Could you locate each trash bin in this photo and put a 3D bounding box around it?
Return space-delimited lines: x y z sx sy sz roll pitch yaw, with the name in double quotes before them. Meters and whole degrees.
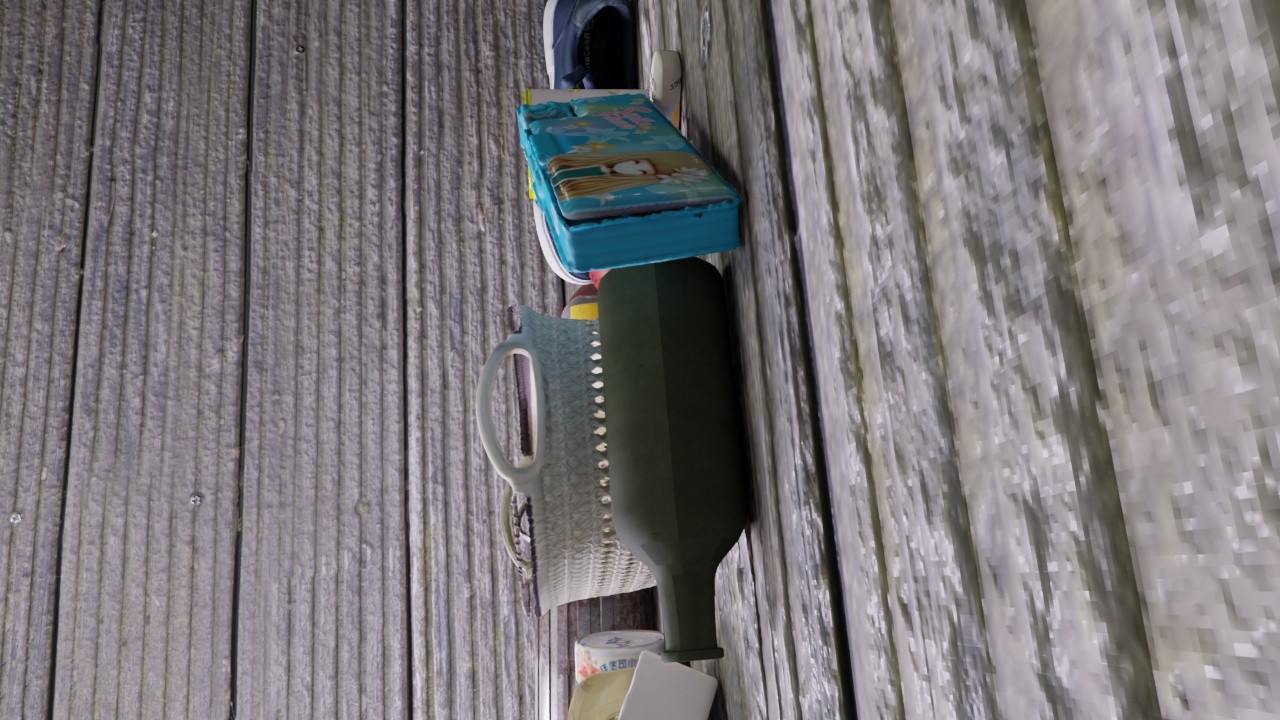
"trash bin" -0.048 0.316 0.945 0.131 0.131 0.211 -156 65 -83

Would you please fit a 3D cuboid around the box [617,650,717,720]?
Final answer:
"box" 0.014 0.283 0.570 0.112 0.101 0.188 92 178 -51

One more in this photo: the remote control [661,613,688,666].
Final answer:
"remote control" 0.031 0.266 0.711 0.033 0.015 0.146 105 161 -70

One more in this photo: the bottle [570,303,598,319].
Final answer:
"bottle" -0.035 0.025 0.947 0.071 0.071 0.164 163 104 -84

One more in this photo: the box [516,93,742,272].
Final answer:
"box" -0.017 -0.116 0.539 0.226 0.094 0.039 -114 18 -58

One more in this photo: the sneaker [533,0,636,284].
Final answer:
"sneaker" -0.043 -0.206 0.877 0.127 0.120 0.295 39 131 55

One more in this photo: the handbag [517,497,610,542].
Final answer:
"handbag" -0.062 0.165 0.975 0.195 0.138 0.072 110 149 -78

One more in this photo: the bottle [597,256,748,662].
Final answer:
"bottle" 0.018 0.050 0.485 0.071 0.071 0.206 108 159 -73

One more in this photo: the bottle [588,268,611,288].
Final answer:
"bottle" -0.014 -0.096 0.750 0.062 0.062 0.176 94 171 -46

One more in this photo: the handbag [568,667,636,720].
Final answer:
"handbag" -0.008 0.320 0.719 0.111 0.081 0.119 -74 -25 -82

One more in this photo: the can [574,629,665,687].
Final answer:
"can" -0.016 0.269 0.817 0.086 0.086 0.043 132 135 -81

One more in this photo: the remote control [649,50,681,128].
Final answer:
"remote control" 0.017 -0.156 0.654 0.038 0.018 0.126 -102 11 -57

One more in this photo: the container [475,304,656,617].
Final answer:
"container" -0.034 0.073 0.642 0.252 0.143 0.184 101 163 -64

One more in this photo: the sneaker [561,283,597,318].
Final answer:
"sneaker" -0.062 0.006 1.095 0.089 0.099 0.237 -100 17 -44

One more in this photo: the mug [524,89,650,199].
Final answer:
"mug" -0.035 -0.168 0.711 0.082 0.106 0.082 176 92 -84

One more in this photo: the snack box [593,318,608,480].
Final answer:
"snack box" -0.027 0.036 0.858 0.087 0.033 0.154 -20 -67 -55
